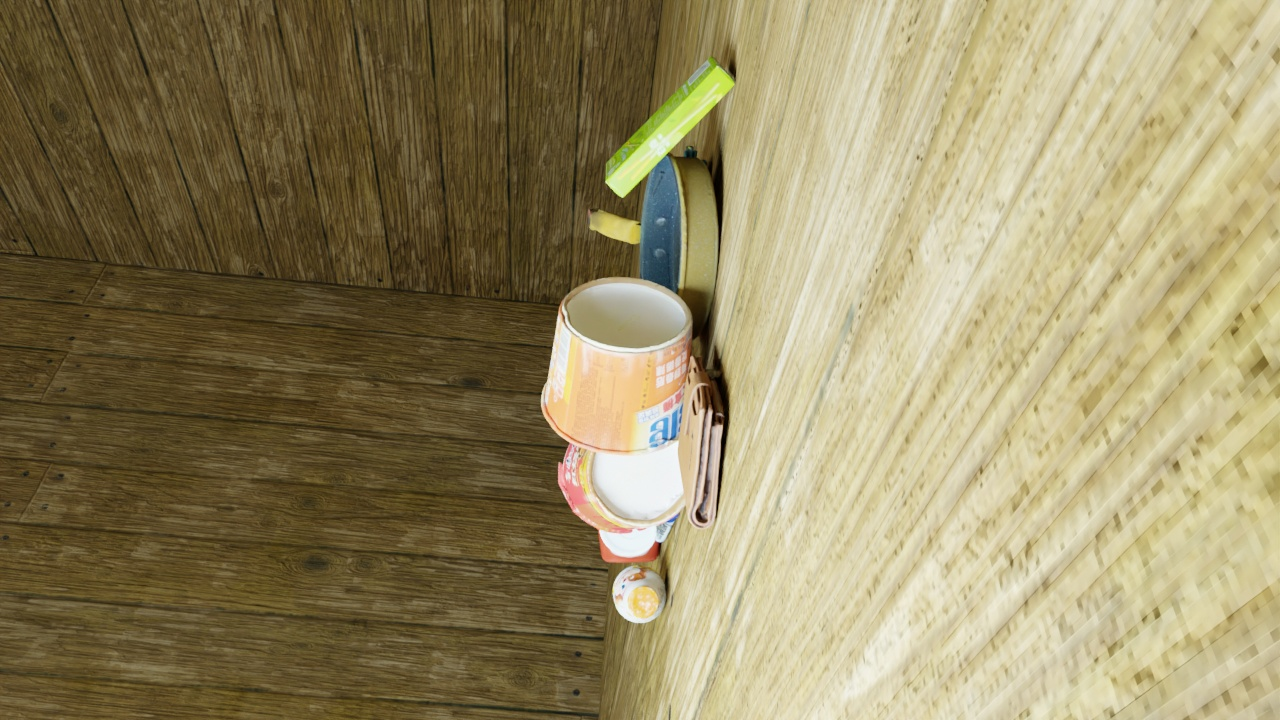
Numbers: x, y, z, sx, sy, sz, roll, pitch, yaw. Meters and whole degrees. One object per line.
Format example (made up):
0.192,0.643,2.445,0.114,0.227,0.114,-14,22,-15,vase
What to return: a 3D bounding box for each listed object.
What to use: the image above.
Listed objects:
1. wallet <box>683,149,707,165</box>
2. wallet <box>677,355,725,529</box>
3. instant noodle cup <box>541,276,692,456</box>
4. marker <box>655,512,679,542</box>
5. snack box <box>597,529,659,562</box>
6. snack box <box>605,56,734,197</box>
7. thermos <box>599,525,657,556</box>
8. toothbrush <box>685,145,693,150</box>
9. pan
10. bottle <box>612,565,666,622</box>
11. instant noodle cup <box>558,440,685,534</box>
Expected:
0.055,-0.178,1.071,0.133,0.040,0.106,138,133,-85,wallet
0.051,0.065,0.779,0.131,0.031,0.108,-95,9,-70,wallet
-0.017,-0.001,0.859,0.151,0.151,0.112,-88,3,-53,instant noodle cup
0.029,0.194,1.084,0.146,0.017,0.016,102,173,-68,marker
-0.014,0.222,1.223,0.082,0.091,0.080,-90,-2,-64,snack box
0.027,-0.236,0.923,0.157,0.026,0.085,-43,18,16,snack box
-0.001,0.160,1.100,0.220,0.070,0.070,-64,-20,-75,thermos
0.056,-0.204,1.276,0.012,0.017,0.186,-123,37,-65,toothbrush
0.003,-0.137,1.025,0.357,0.078,0.198,-125,37,-70,pan
0.000,0.275,1.071,0.108,0.063,0.063,119,156,-83,bottle
-0.007,0.112,0.932,0.109,0.138,0.138,157,118,-77,instant noodle cup
